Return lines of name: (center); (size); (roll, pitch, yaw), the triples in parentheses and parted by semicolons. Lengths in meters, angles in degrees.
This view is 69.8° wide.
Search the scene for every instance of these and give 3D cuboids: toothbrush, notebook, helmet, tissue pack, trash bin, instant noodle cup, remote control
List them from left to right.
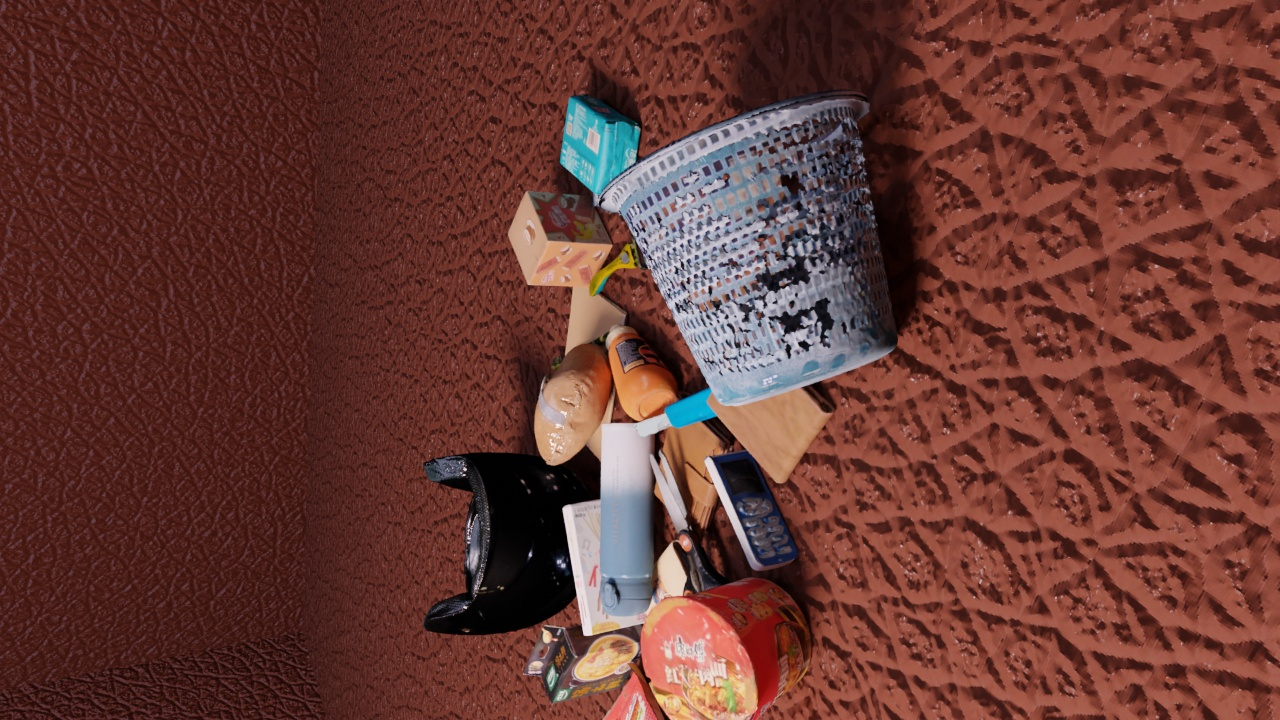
helmet: (-0.173, 0.241, 1.214); (0.275, 0.230, 0.233); (116, 153, -67)
toothbrush: (-0.078, -0.014, 1.209); (0.186, 0.012, 0.017); (-26, 60, 59)
notebook: (-0.067, 0.010, 1.215); (0.148, 0.008, 0.208); (39, 126, 52)
tissue pack: (-0.052, -0.262, 1.113); (0.133, 0.050, 0.093); (47, 134, 48)
instant noodle cup: (0.084, 0.270, 0.858); (0.138, 0.108, 0.138); (12, 107, 43)
remote control: (0.106, 0.143, 0.888); (0.124, 0.049, 0.024); (68, 149, 29)
trash bin: (0.103, -0.076, 0.732); (0.227, 0.226, 0.195); (-21, 88, 59)

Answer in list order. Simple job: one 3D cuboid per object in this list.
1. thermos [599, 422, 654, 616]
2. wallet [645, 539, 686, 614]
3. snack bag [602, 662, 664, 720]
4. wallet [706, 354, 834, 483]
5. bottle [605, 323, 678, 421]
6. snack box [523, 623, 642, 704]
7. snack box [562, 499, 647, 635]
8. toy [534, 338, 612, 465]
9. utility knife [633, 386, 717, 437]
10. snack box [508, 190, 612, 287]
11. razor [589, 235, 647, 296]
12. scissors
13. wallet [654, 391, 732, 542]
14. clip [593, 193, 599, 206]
thermos: (-0.016, 0.181, 1.061); (0.070, 0.070, 0.220); (-12, 75, 60)
wallet: (0.033, 0.272, 1.057); (0.115, 0.024, 0.087); (-59, 46, 44)
snack bag: (0.010, 0.480, 1.088); (0.207, 0.073, 0.129); (57, 135, 49)
wallet: (0.117, 0.043, 0.858); (0.115, 0.020, 0.101); (47, 134, 25)
bottle: (-0.006, 0.006, 1.062); (0.149, 0.066, 0.067); (-117, 36, -47)
snack box: (-0.068, 0.370, 1.142); (0.053, 0.125, 0.113); (59, 141, 38)
snack box: (-0.041, 0.248, 1.121); (0.027, 0.084, 0.156); (-29, 69, 56)
toy: (-0.078, 0.043, 1.138); (0.143, 0.082, 0.225); (-63, 1, 9)
utility knife: (0.059, 0.048, 0.946); (0.204, 0.018, 0.034); (-24, 77, 44)
snack box: (-0.103, -0.154, 1.168); (0.077, 0.094, 0.092); (-57, 45, 41)
razor: (-0.035, -0.106, 1.122); (0.133, 0.028, 0.043); (-33, 69, 54)
scissors: (0.046, 0.210, 0.977); (0.234, 0.021, 0.161); (54, 140, 23)
wallet: (0.056, 0.116, 0.993); (0.108, 0.031, 0.132); (48, 135, 49)
clip: (-0.049, -0.207, 1.152); (0.056, 0.026, 0.024); (-167, 78, -73)
